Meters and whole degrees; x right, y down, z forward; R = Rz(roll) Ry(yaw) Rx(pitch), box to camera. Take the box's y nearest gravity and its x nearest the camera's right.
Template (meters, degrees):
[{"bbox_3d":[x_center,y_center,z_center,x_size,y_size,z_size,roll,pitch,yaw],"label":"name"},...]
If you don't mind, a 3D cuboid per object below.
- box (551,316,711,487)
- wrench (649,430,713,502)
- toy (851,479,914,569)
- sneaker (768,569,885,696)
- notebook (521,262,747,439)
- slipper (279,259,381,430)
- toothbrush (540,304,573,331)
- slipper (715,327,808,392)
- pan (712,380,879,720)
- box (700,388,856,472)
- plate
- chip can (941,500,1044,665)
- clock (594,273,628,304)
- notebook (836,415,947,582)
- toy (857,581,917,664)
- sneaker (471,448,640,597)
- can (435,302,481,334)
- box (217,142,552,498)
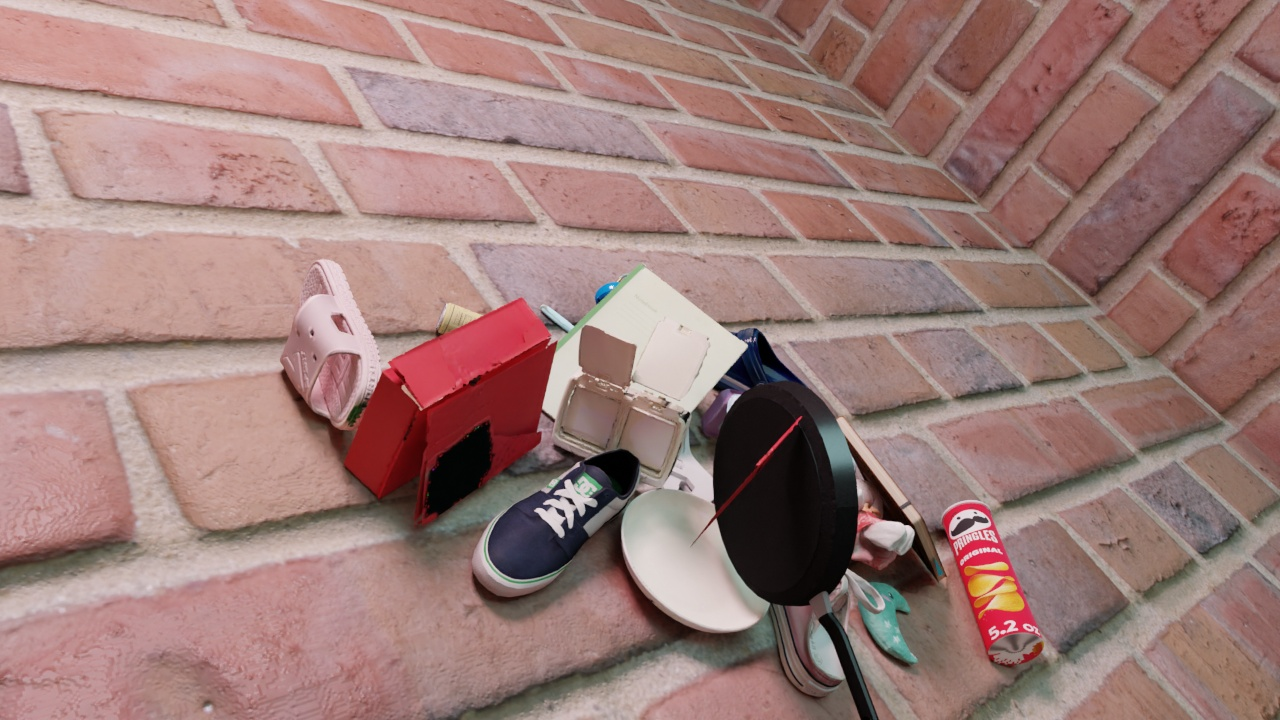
[{"bbox_3d":[-0.015,0.040,0.989,0.143,0.192,0.068,21,23,9],"label":"box"},{"bbox_3d":[0.055,0.090,1.171,0.086,0.018,0.272,25,32,-13],"label":"wrench"},{"bbox_3d":[0.260,0.187,1.101,0.159,0.084,0.194,50,-1,-12],"label":"toy"},{"bbox_3d":[0.193,0.246,1.015,0.118,0.088,0.240,22,35,-18],"label":"sneaker"},{"bbox_3d":[-0.007,0.007,1.130,0.182,0.010,0.251,39,60,10],"label":"notebook"},{"bbox_3d":[-0.323,-0.021,0.921,0.064,0.094,0.239,11,32,-38],"label":"slipper"},{"bbox_3d":[-0.061,-0.021,1.220,0.180,0.017,0.016,36,32,7],"label":"toothbrush"},{"bbox_3d":[0.150,-0.005,1.313,0.253,0.095,0.104,32,35,-8],"label":"slipper"},{"bbox_3d":[0.153,0.187,0.891,0.034,0.226,0.355,-1,56,-26],"label":"pan"},{"bbox_3d":[0.191,0.095,1.209,0.214,0.077,0.096,16,9,-27],"label":"box"},{"bbox_3d":[0.054,0.218,0.982,0.182,0.034,0.182,22,34,-16],"label":"plate"},{"bbox_3d":[0.460,0.287,1.209,0.069,0.069,0.220,23,34,-16],"label":"chip can"},{"bbox_3d":[-0.013,-0.043,1.199,0.117,0.060,0.161,12,60,-5],"label":"clock"},{"bbox_3d":[0.323,0.187,1.153,0.178,0.014,0.249,58,4,37],"label":"notebook"},{"bbox_3d":[0.293,0.301,1.084,0.085,0.033,0.105,40,30,-9],"label":"toy"},{"bbox_3d":[-0.076,0.150,0.918,0.084,0.079,0.234,42,34,12],"label":"sneaker"},{"bbox_3d":[-0.201,-0.038,1.099,0.079,0.038,0.038,21,34,-18],"label":"can"},{"bbox_3d":[-0.257,-0.048,0.920,0.325,0.153,0.213,52,34,1],"label":"box"}]
